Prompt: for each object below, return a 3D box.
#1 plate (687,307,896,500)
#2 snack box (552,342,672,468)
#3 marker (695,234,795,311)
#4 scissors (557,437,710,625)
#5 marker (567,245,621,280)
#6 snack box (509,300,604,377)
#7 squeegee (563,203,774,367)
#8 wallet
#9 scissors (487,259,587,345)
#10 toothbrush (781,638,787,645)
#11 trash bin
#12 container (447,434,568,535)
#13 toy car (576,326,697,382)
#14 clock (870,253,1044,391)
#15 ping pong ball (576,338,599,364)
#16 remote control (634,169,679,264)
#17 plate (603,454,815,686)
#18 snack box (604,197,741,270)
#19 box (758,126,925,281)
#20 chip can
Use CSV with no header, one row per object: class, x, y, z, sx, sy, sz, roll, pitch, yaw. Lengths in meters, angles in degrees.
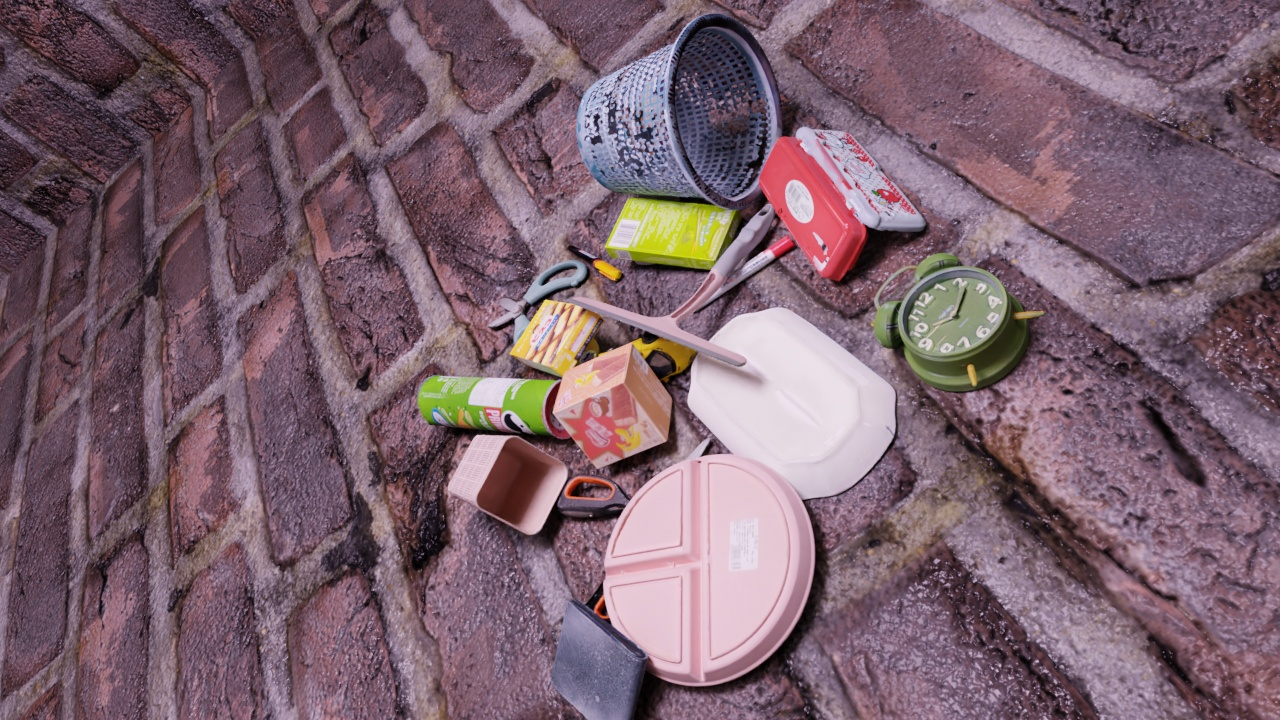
plate,0.145,0.032,0.960,0.162,0.034,0.265,-45,44,2
snack box,-0.029,0.051,1.021,0.094,0.093,0.076,-24,30,22
marker,0.118,-0.102,1.089,0.145,0.017,0.017,-34,46,13
scissors,-0.002,0.174,0.983,0.221,0.021,0.233,19,72,38
marker,-0.064,-0.134,1.248,0.124,0.018,0.015,35,118,46
snack box,-0.106,-0.029,1.140,0.087,0.033,0.140,-58,25,-9
squeegee,0.084,-0.098,1.058,0.248,0.040,0.249,22,56,36
wallet,-0.044,0.303,0.893,0.121,0.019,0.097,24,105,46
scissors,-0.133,-0.081,1.261,0.181,0.019,0.170,-52,44,-5
toothbrush,0.053,0.267,0.878,0.186,0.017,0.012,-10,52,29
trash bin,0.037,-0.293,1.145,0.195,0.226,0.226,1,61,43
container,-0.158,0.139,1.059,0.111,0.090,0.089,-1,59,59
toy car,-0.006,0.006,1.065,0.156,0.071,0.041,-23,47,21
clock,0.294,-0.041,0.885,0.116,0.056,0.161,-47,44,-2
ping pong ball,-0.072,-0.013,1.150,0.040,0.040,0.040,-20,50,25
remote control,0.023,-0.191,1.218,0.058,0.021,0.149,-9,56,22
plate,0.057,0.194,0.887,0.230,0.028,0.229,-18,54,26
snack box,0.041,-0.161,1.156,0.156,0.026,0.085,10,63,27
box,0.227,-0.183,1.050,0.201,0.100,0.103,-113,35,-42
chip can,-0.182,0.055,1.161,0.236,0.072,0.072,2,61,38
